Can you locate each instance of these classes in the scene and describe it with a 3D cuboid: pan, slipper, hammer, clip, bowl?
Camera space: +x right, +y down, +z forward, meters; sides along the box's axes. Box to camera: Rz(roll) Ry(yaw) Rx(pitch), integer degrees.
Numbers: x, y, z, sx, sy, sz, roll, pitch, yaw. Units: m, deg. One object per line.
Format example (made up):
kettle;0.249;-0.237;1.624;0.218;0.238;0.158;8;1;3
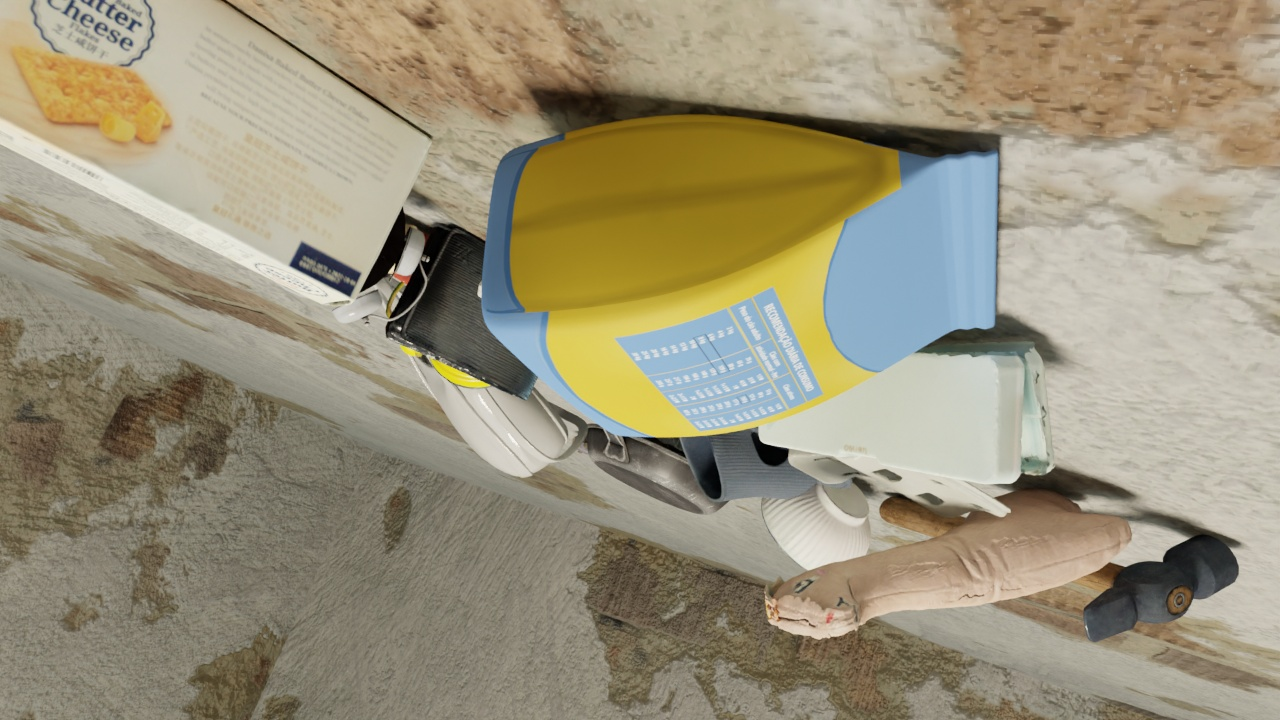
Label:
pan;-0.020;0.081;0.973;0.187;0.055;0.357;15;162;38
slipper;0.066;0.086;0.852;0.263;0.082;0.101;23;168;-6
hammer;0.311;0.158;0.782;0.129;0.040;0.322;-18;-171;-20
hammer;-0.016;0.104;1.138;0.147;0.028;0.318;29;163;-22
clip;0.179;0.056;0.657;0.126;0.096;0.152;31;175;-30
bowl;0.186;0.153;0.918;0.118;0.117;0.062;26;123;-17

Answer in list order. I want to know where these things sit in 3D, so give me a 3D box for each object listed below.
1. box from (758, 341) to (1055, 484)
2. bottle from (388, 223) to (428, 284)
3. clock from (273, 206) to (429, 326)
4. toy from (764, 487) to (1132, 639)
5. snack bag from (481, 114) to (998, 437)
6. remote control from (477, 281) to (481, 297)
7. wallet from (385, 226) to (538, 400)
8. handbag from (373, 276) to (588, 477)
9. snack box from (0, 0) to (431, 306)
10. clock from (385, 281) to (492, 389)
box;0.140;0.024;0.535;0.199;0.066;0.083;0;115;62
bottle;-0.188;-0.089;0.647;0.109;0.044;0.044;31;163;-30
clock;-0.190;-0.077;0.581;0.122;0.094;0.035;44;163;-16
toy;0.213;0.149;0.673;0.264;0.065;0.196;-13;176;-4
snack bag;0.054;-0.036;0.422;0.205;0.102;0.159;-6;157;19
remote control;-0.038;-0.037;0.620;0.136;0.050;0.011;20;129;3
wallet;-0.110;-0.033;0.652;0.115;0.089;0.026;27;170;-27
handbag;-0.160;0.004;0.851;0.222;0.095;0.216;51;164;-18
snack box;-0.222;-0.120;0.463;0.207;0.104;0.058;30;166;-33
clock;-0.139;-0.029;0.713;0.119;0.083;0.057;20;154;6
